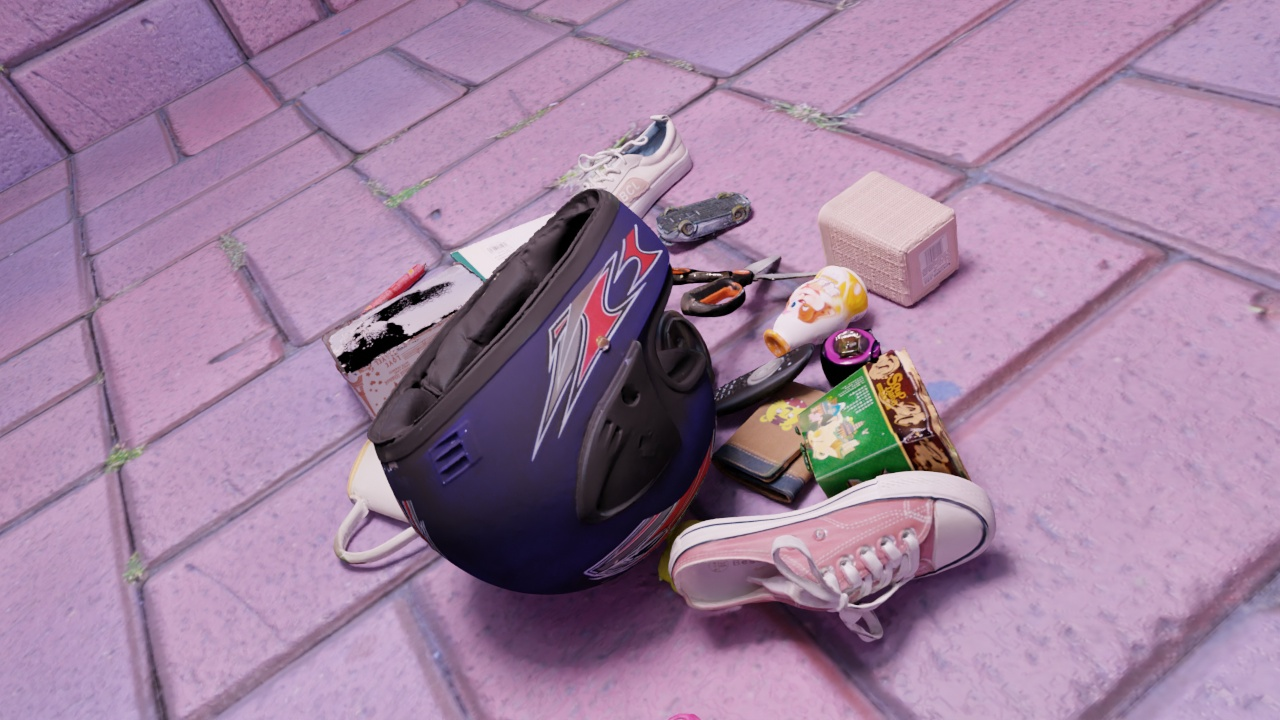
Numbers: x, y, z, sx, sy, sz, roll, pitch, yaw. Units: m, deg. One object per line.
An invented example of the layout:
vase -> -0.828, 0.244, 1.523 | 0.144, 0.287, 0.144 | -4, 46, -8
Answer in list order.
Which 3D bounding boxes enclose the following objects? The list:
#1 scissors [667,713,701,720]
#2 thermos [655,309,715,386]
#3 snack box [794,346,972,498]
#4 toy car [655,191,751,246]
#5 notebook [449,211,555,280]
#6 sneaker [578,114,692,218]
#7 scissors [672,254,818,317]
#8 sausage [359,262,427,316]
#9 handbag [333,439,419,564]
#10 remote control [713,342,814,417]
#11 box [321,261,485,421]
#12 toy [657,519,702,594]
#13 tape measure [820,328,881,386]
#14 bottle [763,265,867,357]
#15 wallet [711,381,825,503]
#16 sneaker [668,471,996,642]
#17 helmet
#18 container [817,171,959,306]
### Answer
scissors -> 0.012, 0.303, 0.628 | 0.073, 0.017, 0.137 | 20, 60, 41
thermos -> -0.005, 0.005, 0.924 | 0.143, 0.093, 0.092 | -13, 39, 27
snack box -> 0.193, 0.073, 0.734 | 0.106, 0.117, 0.118 | -26, 34, 16
toy car -> 0.078, -0.173, 1.122 | 0.120, 0.037, 0.054 | -20, 37, -12
notebook -> -0.099, -0.092, 1.041 | 0.150, 0.012, 0.209 | -27, 53, -28
sneaker -> -0.031, -0.236, 1.204 | 0.241, 0.091, 0.089 | -43, 42, -22
scissors -> 0.087, -0.086, 0.954 | 0.235, 0.022, 0.220 | 1, 20, 14
sausage -> -0.345, -0.084, 1.247 | 0.020, 0.020, 0.155 | 15, 52, 38
handbag -> -0.229, 0.128, 0.917 | 0.164, 0.063, 0.178 | 8, 52, 36
remote control -> 0.109, 0.024, 0.863 | 0.137, 0.024, 0.053 | -29, 11, 31
box -> -0.257, -0.026, 1.031 | 0.178, 0.110, 0.259 | -32, 30, -15
toy -> 0.062, 0.162, 0.748 | 0.100, 0.031, 0.096 | -24, 41, -1
tape measure -> 0.198, -0.004, 0.862 | 0.057, 0.039, 0.057 | -12, 40, 14
bottle -> 0.171, -0.044, 0.903 | 0.108, 0.063, 0.063 | -38, 41, -16
wallet -> 0.131, 0.070, 0.821 | 0.115, 0.033, 0.090 | -41, 40, -26
sneaker -> 0.140, 0.148, 0.658 | 0.241, 0.118, 0.087 | -11, 28, 5
helmet -> -0.053, 0.044, 0.768 | 0.314, 0.240, 0.248 | -54, 23, -20
container -> 0.255, -0.121, 0.933 | 0.090, 0.090, 0.111 | -36, 44, -15
